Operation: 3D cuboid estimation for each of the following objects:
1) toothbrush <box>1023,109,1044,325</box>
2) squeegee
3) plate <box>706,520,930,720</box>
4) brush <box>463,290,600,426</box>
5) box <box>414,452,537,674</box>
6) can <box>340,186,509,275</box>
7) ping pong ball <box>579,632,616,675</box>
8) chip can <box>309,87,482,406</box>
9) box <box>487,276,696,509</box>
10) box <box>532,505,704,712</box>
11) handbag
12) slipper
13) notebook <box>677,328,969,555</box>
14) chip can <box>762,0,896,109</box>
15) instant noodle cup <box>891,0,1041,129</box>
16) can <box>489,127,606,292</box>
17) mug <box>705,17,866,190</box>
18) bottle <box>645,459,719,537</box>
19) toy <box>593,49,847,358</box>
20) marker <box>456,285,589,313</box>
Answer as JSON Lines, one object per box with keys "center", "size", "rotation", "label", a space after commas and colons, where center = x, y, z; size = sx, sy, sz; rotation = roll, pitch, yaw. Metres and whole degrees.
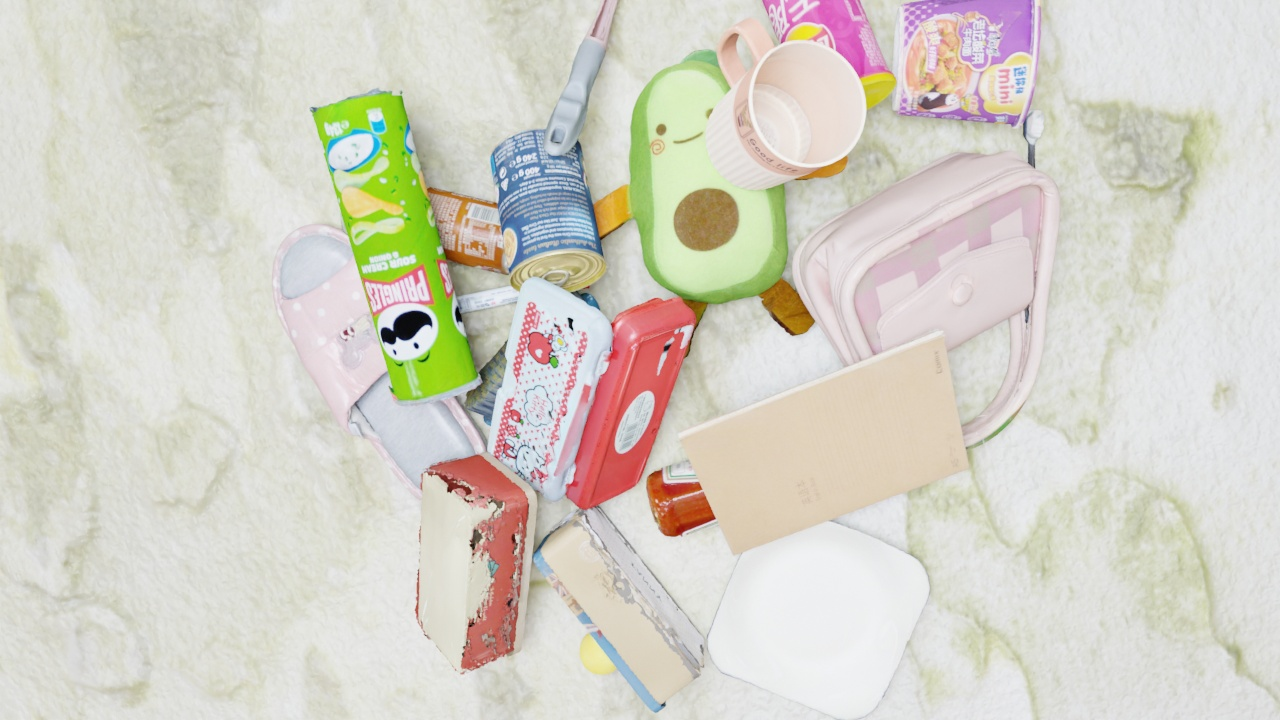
{"center": [0.328, -0.117, 0.766], "size": [0.015, 0.018, 0.181], "rotation": [-3, 98, 0], "label": "toothbrush"}
{"center": [-0.037, -0.256, 0.727], "size": [0.247, 0.040, 0.249], "rotation": [15, 67, 1], "label": "squeegee"}
{"center": [0.154, 0.218, 0.804], "size": [0.164, 0.034, 0.164], "rotation": [22, 97, 1], "label": "plate"}
{"center": [-0.083, 0.002, 0.783], "size": [0.073, 0.055, 0.144], "rotation": [36, 100, -26], "label": "brush"}
{"center": [-0.144, 0.170, 0.756], "size": [0.091, 0.076, 0.168], "rotation": [30, 122, 41], "label": "box"}
{"center": [-0.171, -0.115, 0.770], "size": [0.147, 0.058, 0.058], "rotation": [14, 97, 1], "label": "can"}
{"center": [-0.034, 0.258, 0.815], "size": [0.040, 0.040, 0.040], "rotation": [0, 96, 3], "label": "ping pong ball"}
{"center": [-0.188, -0.085, 0.712], "size": [0.072, 0.072, 0.236], "rotation": [-12, 103, 4], "label": "chip can"}
{"center": [-0.047, 0.023, 0.732], "size": [0.098, 0.118, 0.202], "rotation": [43, 135, 28], "label": "box"}
{"center": [-0.012, 0.211, 0.784], "size": [0.061, 0.089, 0.184], "rotation": [-36, 89, 5], "label": "box"}
{"center": [0.245, -0.032, 0.739], "size": [0.193, 0.093, 0.234], "rotation": [-27, 115, -7], "label": "handbag"}
{"center": [-0.226, 0.007, 0.789], "size": [0.114, 0.054, 0.274], "rotation": [-31, 95, 6], "label": "slipper"}
{"center": [0.151, 0.072, 0.729], "size": [0.211, 0.012, 0.149], "rotation": [-22, 126, 5], "label": "notebook"}
{"center": [0.125, -0.292, 0.709], "size": [0.071, 0.071, 0.210], "rotation": [-21, 83, 5], "label": "chip can"}
{"center": [0.249, -0.235, 0.714], "size": [0.099, 0.111, 0.111], "rotation": [1, 97, 11], "label": "instant noodle cup"}
{"center": [-0.073, -0.116, 0.715], "size": [0.075, 0.075, 0.111], "rotation": [-13, 72, 4], "label": "can"}
{"center": [0.090, -0.181, 0.649], "size": [0.081, 0.106, 0.114], "rotation": [-33, 97, -11], "label": "mug"}
{"center": [0.109, 0.097, 0.781], "size": [0.206, 0.059, 0.060], "rotation": [-17, 95, 4], "label": "bottle"}
{"center": [0.056, -0.126, 0.742], "size": [0.227, 0.090, 0.247], "rotation": [-15, 97, 2], "label": "toy"}
{"center": [-0.116, -0.057, 0.795], "size": [0.145, 0.017, 0.017], "rotation": [-11, 96, 4], "label": "marker"}
